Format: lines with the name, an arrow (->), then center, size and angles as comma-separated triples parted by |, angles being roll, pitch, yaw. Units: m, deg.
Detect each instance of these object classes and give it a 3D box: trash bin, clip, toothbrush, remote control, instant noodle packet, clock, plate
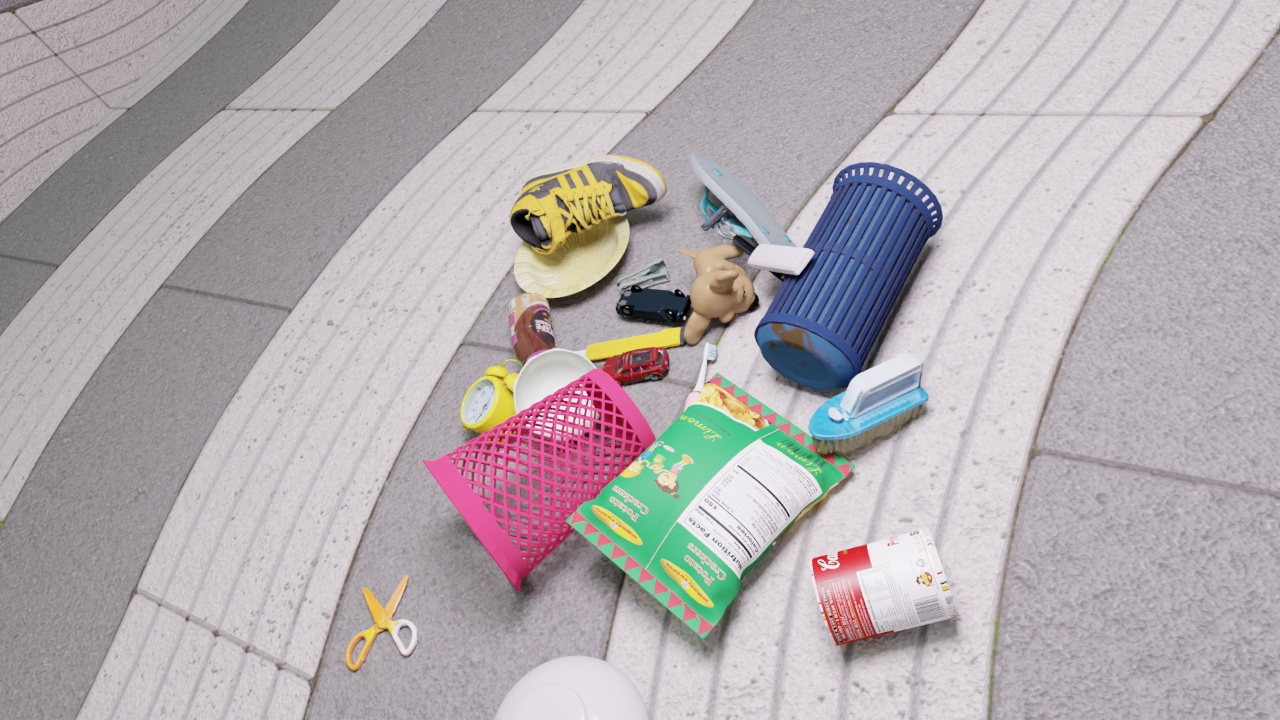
trash bin -> 0.241, -0.094, 1.079 | 0.139, 0.139, 0.249 | 17, 65, 35
clip -> 0.003, -0.121, 1.294 | 0.078, 0.023, 0.050 | -11, 49, 16
toothbrush -> 0.064, 0.070, 1.112 | 0.026, 0.027, 0.222 | 18, 59, -4
remote control -> 0.162, -0.121, 1.078 | 0.033, 0.012, 0.131 | -54, 19, -2
instant noodle packet -> 0.076, 0.144, 0.993 | 0.195, 0.090, 0.252 | 35, 65, 27
clock -> -0.188, 0.052, 1.215 | 0.083, 0.057, 0.118 | 21, 81, 49
plate -> -0.096, -0.154, 1.358 | 0.185, 0.036, 0.184 | -14, 50, 16

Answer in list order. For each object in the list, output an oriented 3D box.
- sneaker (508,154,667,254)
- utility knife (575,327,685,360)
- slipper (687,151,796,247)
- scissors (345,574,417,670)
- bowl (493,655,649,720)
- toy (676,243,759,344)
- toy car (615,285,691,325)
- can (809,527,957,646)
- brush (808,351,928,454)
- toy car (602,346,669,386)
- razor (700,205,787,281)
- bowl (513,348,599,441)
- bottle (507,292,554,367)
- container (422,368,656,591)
sneaker -> -0.086, -0.222, 1.319 | 0.239, 0.086, 0.121 | 1, 49, 32
utility knife -> -0.027, -0.019, 1.232 | 0.191, 0.018, 0.030 | -8, 47, 17
slipper -> 0.143, -0.185, 1.245 | 0.055, 0.098, 0.268 | -56, 51, 28
scissors -> -0.308, 0.319, 1.113 | 0.128, 0.011, 0.125 | 9, 61, 30
bowl -> -0.082, 0.377, 0.919 | 0.177, 0.066, 0.176 | -14, 50, 17
toy -> 0.100, -0.099, 1.186 | 0.105, 0.134, 0.108 | 11, 47, -18
toy car -> 0.018, -0.074, 1.241 | 0.112, 0.034, 0.046 | 8, 59, 32
can -> 0.231, 0.216, 0.876 | 0.116, 0.087, 0.086 | -18, 49, 13
brush -> 0.241, 0.047, 0.990 | 0.135, 0.075, 0.055 | -24, 46, -14
toy car -> -0.007, 0.007, 1.193 | 0.091, 0.036, 0.042 | -14, 51, 23
razor -> 0.137, -0.143, 1.166 | 0.043, 0.022, 0.144 | -44, 60, -1
bowl -> -0.105, 0.044, 1.176 | 0.117, 0.117, 0.061 | -41, 5, -8
bottle -> -0.145, -0.013, 1.260 | 0.060, 0.059, 0.165 | -20, 57, 11
container -> -0.104, 0.124, 1.067 | 0.225, 0.183, 0.183 | -36, 47, -14
